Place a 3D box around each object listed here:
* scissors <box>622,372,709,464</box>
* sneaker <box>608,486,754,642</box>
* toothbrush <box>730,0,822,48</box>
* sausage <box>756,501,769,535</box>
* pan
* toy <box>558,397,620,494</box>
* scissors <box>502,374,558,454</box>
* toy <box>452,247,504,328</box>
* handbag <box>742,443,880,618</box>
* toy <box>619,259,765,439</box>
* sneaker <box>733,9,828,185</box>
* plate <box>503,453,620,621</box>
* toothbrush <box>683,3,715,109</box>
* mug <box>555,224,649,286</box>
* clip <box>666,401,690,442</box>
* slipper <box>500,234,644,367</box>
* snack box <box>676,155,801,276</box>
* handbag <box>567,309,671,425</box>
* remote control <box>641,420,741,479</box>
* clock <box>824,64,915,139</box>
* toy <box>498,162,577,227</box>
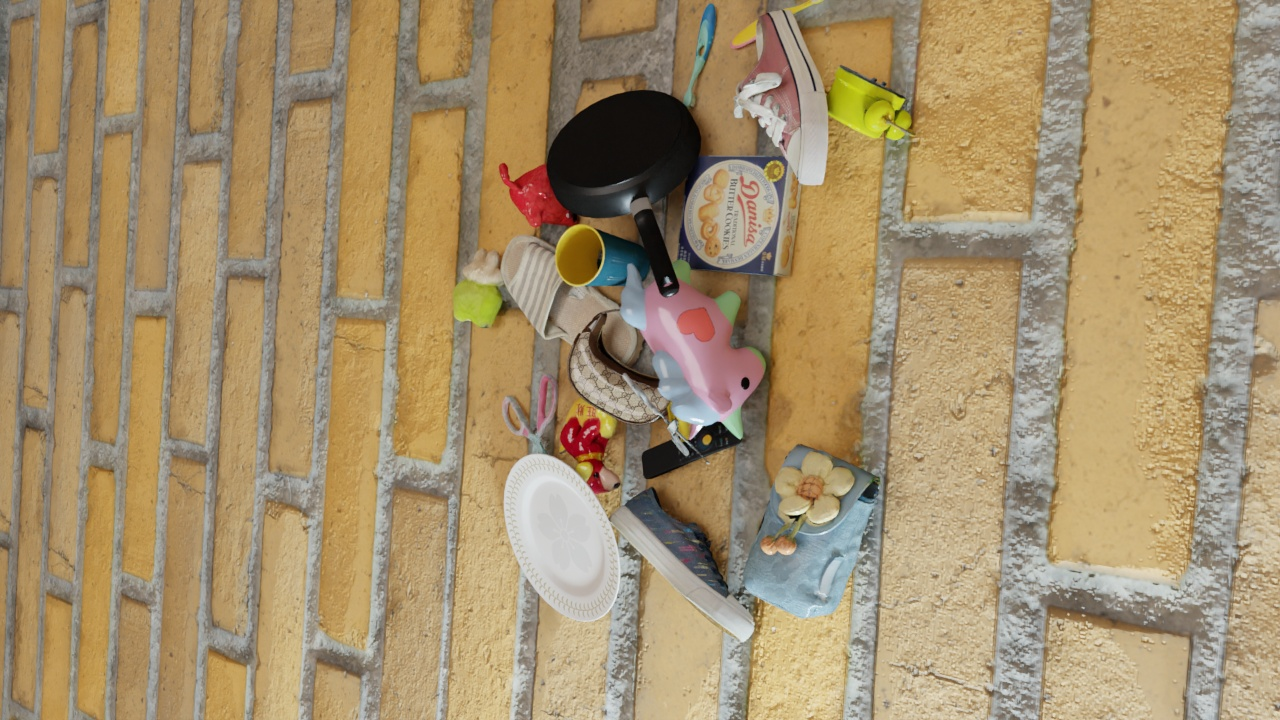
[{"bbox_3d":[0.030,0.072,1.112,0.014,0.142,0.175,-38,62,-8],"label":"scissors"},{"bbox_3d":[0.064,0.253,1.159,0.079,0.087,0.235,-45,63,-9],"label":"sneaker"},{"bbox_3d":[0.166,-0.418,1.122,0.136,0.016,0.021,-20,79,32],"label":"toothbrush"},{"bbox_3d":[0.159,0.195,1.118,0.020,0.020,0.155,25,103,32],"label":"sausage"},{"bbox_3d":[-0.009,-0.213,1.123,0.204,0.044,0.355,-22,50,7],"label":"pan"},{"bbox_3d":[-0.073,0.115,1.252,0.106,0.067,0.137,-16,72,40],"label":"toy"},{"bbox_3d":[-0.158,0.099,1.317,0.169,0.014,0.170,14,100,48],"label":"scissors"},{"bbox_3d":[-0.240,-0.110,1.376,0.092,0.043,0.118,17,96,35],"label":"toy"},{"bbox_3d":[0.186,0.195,1.041,0.122,0.118,0.192,25,98,31],"label":"handbag"},{"bbox_3d":[0.055,-0.017,1.104,0.222,0.170,0.120,33,152,-6],"label":"toy"},{"bbox_3d":[0.154,-0.303,1.055,0.088,0.118,0.240,-10,63,-1],"label":"sneaker"},{"bbox_3d":[-0.108,0.242,1.266,0.243,0.016,0.243,18,117,42],"label":"plate"},{"bbox_3d":[0.077,-0.392,1.185,0.022,0.017,0.135,17,96,33],"label":"toothbrush"},{"bbox_3d":[-0.044,-0.131,1.197,0.078,0.121,0.078,0,90,33],"label":"mug"},{"bbox_3d":[0.056,0.071,1.169,0.045,0.048,0.054,3,131,20],"label":"clip"},{"bbox_3d":[-0.105,-0.081,1.281,0.272,0.053,0.115,41,117,25],"label":"slipper"},{"bbox_3d":[0.121,-0.180,1.134,0.145,0.042,0.144,8,93,34],"label":"snack box"},{"bbox_3d":[-0.007,0.007,1.191,0.166,0.063,0.138,29,104,12],"label":"handbag"},{"bbox_3d":[0.065,0.114,1.180,0.152,0.020,0.041,-26,54,30],"label":"remote control"},{"bbox_3d":[0.257,-0.283,1.021,0.119,0.083,0.057,42,116,31],"label":"clock"},{"bbox_3d":[-0.157,-0.229,1.276,0.094,0.132,0.088,12,86,42],"label":"toy"}]
